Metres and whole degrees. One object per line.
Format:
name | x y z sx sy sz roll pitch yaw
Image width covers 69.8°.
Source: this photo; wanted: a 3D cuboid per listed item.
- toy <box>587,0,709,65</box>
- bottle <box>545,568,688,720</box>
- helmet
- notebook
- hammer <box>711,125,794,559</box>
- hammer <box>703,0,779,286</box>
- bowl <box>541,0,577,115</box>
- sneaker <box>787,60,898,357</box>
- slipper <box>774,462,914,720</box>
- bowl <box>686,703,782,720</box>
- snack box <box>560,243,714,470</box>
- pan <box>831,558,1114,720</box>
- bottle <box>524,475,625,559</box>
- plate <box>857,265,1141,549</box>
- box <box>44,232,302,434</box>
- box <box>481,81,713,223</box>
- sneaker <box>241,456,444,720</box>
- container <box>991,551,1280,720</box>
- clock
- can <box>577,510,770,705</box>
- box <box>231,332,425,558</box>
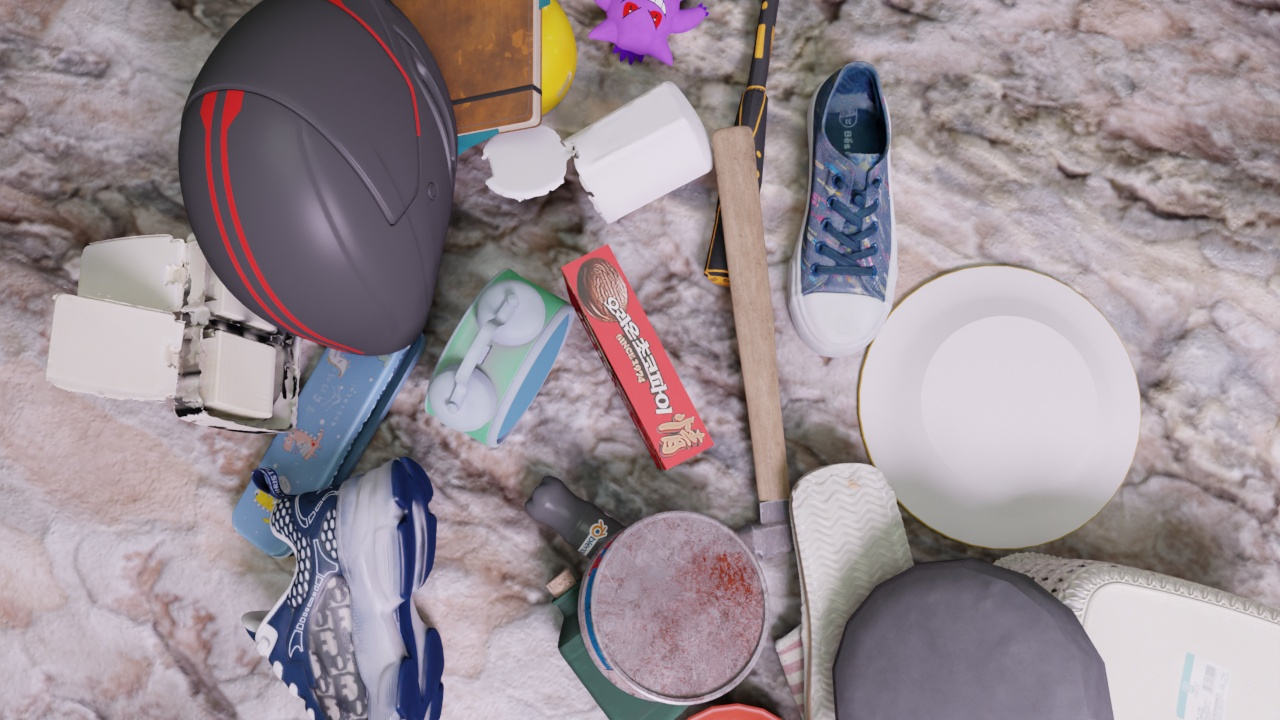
toy | 0.002 -0.289 0.745 0.106 0.056 0.088 16 87 -10
bottle | -0.024 0.214 0.687 0.061 0.061 0.131 -37 86 -7
helmet | -0.221 -0.118 0.628 0.164 0.169 0.265 3 122 21
notebook | -0.172 -0.234 0.702 0.250 0.014 0.178 -3 83 24
hammer | 0.088 -0.012 0.707 0.119 0.031 0.331 -8 93 -5
hammer | 0.096 -0.217 0.745 0.123 0.036 0.320 8 84 12
bowl | -0.111 -0.255 0.731 0.117 0.067 0.117 0 84 -1
sneaker | 0.167 -0.121 0.717 0.087 0.079 0.235 4 84 -1
slipper | 0.161 0.207 0.696 0.115 0.052 0.263 -8 90 -2
bowl | 0.069 0.318 0.692 0.122 0.035 0.122 0 84 -1
snack box | -0.004 0.004 0.674 0.036 0.133 0.152 -27 85 -4
pan | 0.142 0.276 0.615 0.358 0.041 0.178 -44 53 13
bottle | -0.037 0.132 0.708 0.110 0.036 0.036 35 84 2
plate | 0.290 0.036 0.732 0.230 0.021 0.229 0 84 -1
box | -0.333 -0.024 0.663 0.096 0.185 0.145 -15 69 39
box | -0.031 -0.156 0.703 0.162 0.112 0.084 -28 67 8
sneaker | -0.220 0.205 0.662 0.132 0.103 0.269 -1 91 3
container | 0.361 0.237 0.652 0.246 0.143 0.184 15 71 0
clock | -0.106 -0.004 0.656 0.075 0.161 0.122 29 89 2
can | 0.023 0.174 0.651 0.130 0.044 0.129 5 72 -15
box | -0.244 0.050 0.708 0.066 0.049 0.209 29 84 4
